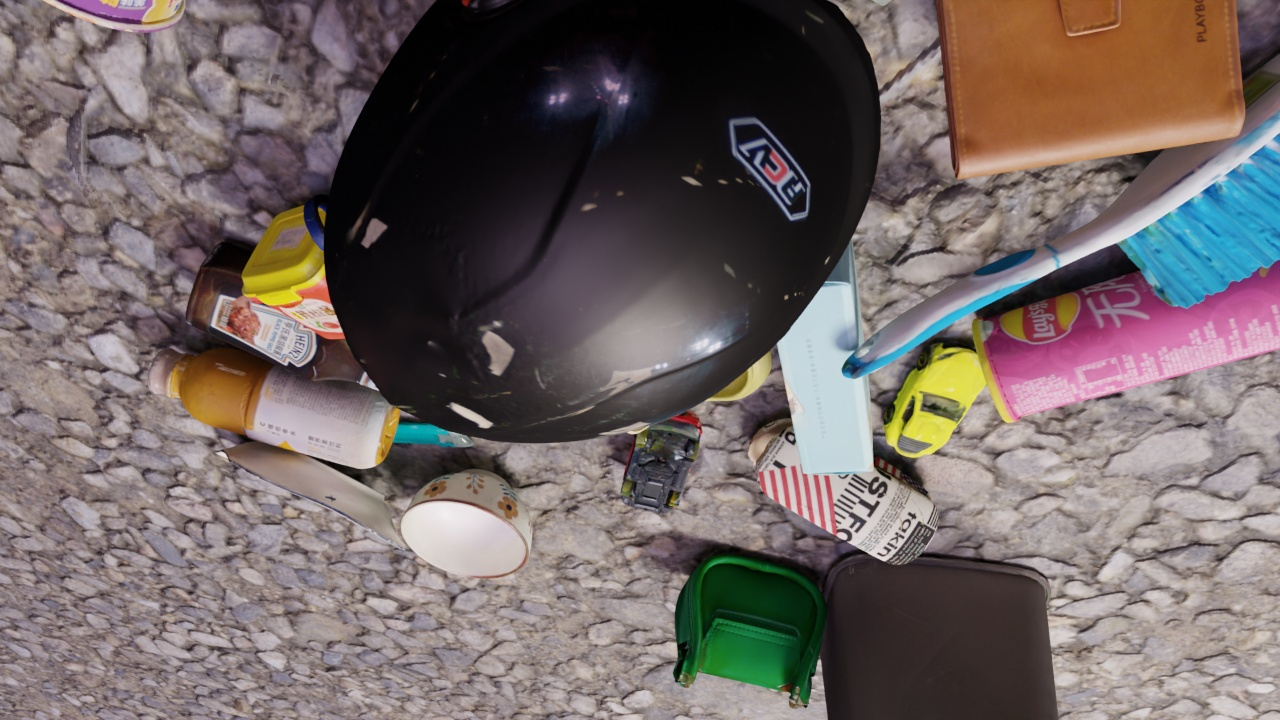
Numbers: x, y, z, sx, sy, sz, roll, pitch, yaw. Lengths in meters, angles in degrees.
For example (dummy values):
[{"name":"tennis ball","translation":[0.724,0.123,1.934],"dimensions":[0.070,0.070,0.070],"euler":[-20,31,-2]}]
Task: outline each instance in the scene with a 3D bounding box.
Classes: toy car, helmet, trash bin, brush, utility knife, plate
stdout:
[{"name":"toy car","translation":[0.015,0.076,0.729],"dimensions":[0.053,0.045,0.121],"euler":[13,140,-4]},{"name":"helmet","translation":[-0.023,-0.075,0.459],"dimensions":[0.275,0.229,0.233],"euler":[-13,133,43]},{"name":"trash bin","translation":[0.256,0.315,0.792],"dimensions":[0.199,0.219,0.199],"euler":[4,135,6]},{"name":"toy car","translation":[0.210,0.031,0.654],"dimensions":[0.048,0.032,0.105],"euler":[15,133,-2]},{"name":"brush","translation":[0.261,-0.063,0.499],"dimensions":[0.109,0.060,0.315],"euler":[39,114,-15]},{"name":"utility knife","translation":[-0.252,0.063,0.794],"dimensions":[0.221,0.013,0.029],"euler":[2,134,10]},{"name":"plate","translation":[-0.278,0.107,0.791],"dimensions":[0.163,0.034,0.164],"euler":[34,163,-26]}]

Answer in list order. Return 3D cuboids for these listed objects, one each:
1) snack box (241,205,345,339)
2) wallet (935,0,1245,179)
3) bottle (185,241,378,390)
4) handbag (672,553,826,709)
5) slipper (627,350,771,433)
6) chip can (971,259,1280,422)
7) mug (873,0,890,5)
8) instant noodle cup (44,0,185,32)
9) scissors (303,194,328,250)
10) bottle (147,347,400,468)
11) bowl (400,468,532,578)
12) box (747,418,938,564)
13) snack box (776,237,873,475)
[{"name":"snack box","translation":[-0.206,-0.060,0.620],"dimensions":[0.091,0.081,0.080],"euler":[-5,146,37]},{"name":"wallet","translation":[0.215,-0.158,0.447],"dimensions":[0.131,0.035,0.119],"euler":[-7,100,12]},{"name":"bottle","translation":[-0.237,-0.016,0.695],"dimensions":[0.195,0.043,0.080],"euler":[27,131,-16]},{"name":"handbag","translation":[0.097,0.243,0.824],"dimensions":[0.131,0.120,0.068],"euler":[13,141,-3]},{"name":"slipper","translation":[-0.004,0.004,0.640],"dimensions":[0.190,0.081,0.092],"euler":[5,132,3]},{"name":"chip can","translation":[0.316,-0.024,0.551],"dimensions":[0.211,0.071,0.071],"euler":[-20,127,27]},{"name":"mug","translation":[0.130,-0.214,0.388],"dimensions":[0.104,0.123,0.083],"euler":[-32,79,33]},{"name":"instant noodle cup","translation":[-0.255,-0.235,0.447],"dimensions":[0.099,0.111,0.111],"euler":[-36,119,27]},{"name":"scissors","translation":[-0.158,-0.066,0.550],"dimensions":[0.012,0.175,0.162],"euler":[-27,169,5]},{"name":"bottle","translation":[-0.292,0.033,0.735],"dimensions":[0.189,0.067,0.068],"euler":[16,135,-4]},{"name":"bowl","translation":[-0.147,0.137,0.810],"dimensions":[0.113,0.062,0.114],"euler":[6,133,7]},{"name":"box","translation":[0.159,0.093,0.723],"dimensions":[0.163,0.081,0.075],"euler":[28,101,-14]},{"name":"snack box","translation":[0.121,-0.007,0.606],"dimensions":[0.052,0.074,0.175],"euler":[-5,132,15]}]
